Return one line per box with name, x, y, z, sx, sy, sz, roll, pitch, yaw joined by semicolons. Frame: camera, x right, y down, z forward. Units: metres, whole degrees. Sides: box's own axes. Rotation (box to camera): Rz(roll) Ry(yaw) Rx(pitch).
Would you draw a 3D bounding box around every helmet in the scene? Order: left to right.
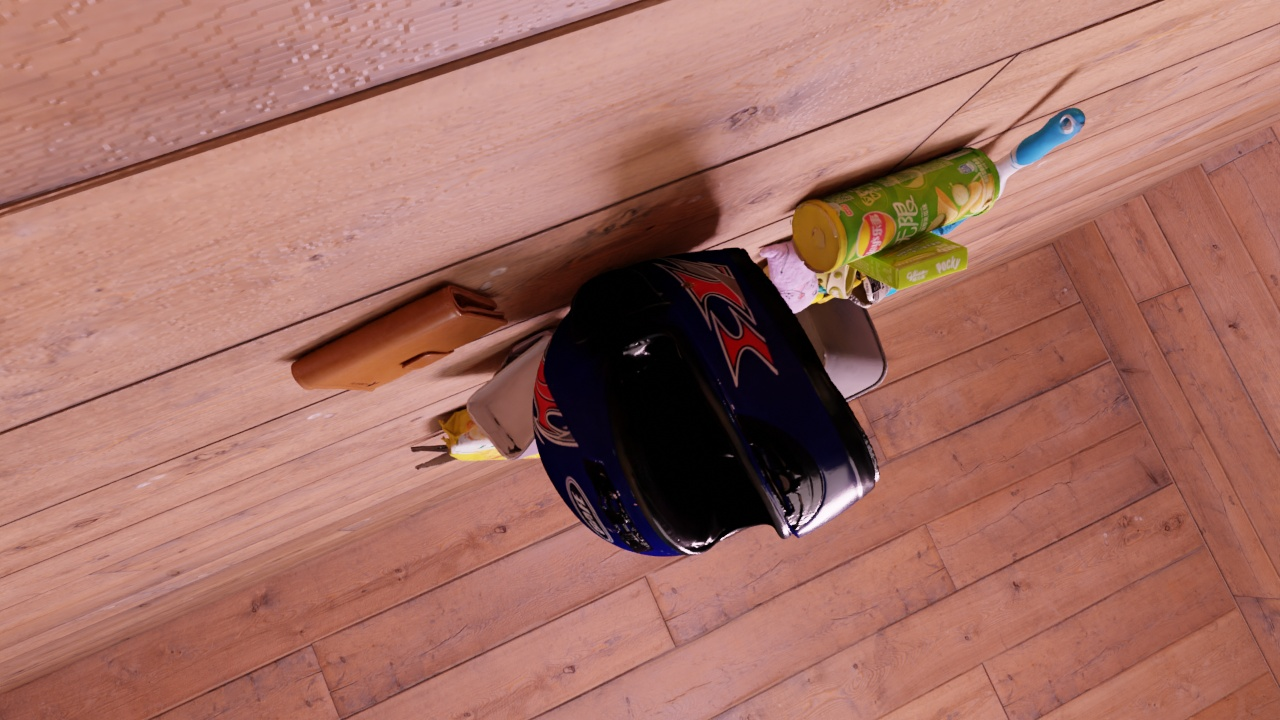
helmet;0.031;0.049;0.774;0.240;0.247;0.315;-30;-154;3

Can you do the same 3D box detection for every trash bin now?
trash bin;0.220;-0.022;1.352;0.199;0.199;0.219;-27;166;28

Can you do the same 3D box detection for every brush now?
brush;0.377;-0.199;0.991;0.109;0.060;0.314;-31;176;7

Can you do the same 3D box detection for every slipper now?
slipper;0.226;-0.111;1.093;0.191;0.081;0.091;-30;169;24

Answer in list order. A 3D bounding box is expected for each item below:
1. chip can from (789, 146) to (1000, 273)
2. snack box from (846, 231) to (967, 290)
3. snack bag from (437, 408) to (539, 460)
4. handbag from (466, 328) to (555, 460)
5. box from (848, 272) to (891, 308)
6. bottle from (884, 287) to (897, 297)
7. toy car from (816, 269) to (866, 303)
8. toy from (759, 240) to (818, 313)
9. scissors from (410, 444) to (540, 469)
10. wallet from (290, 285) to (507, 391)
chip can;0.255;-0.151;0.903;0.220;0.072;0.073;-22;173;-22
snack box;0.252;-0.118;0.950;0.085;0.026;0.156;-19;-150;-17
snack bag;-0.151;0.092;1.262;0.246;0.068;0.158;-4;166;-11
handbag;-0.081;0.026;1.011;0.145;0.098;0.196;-43;167;16
box;0.333;-0.119;1.359;0.081;0.075;0.163;-18;-167;30
bottle;0.333;-0.104;1.580;0.219;0.065;0.065;-25;173;7
toy car;0.269;-0.114;1.240;0.071;0.041;0.155;-28;-167;26
toy;0.175;-0.099;1.043;0.083;0.039;0.108;-22;132;-9
scissors;-0.222;0.121;1.359;0.190;0.015;0.220;17;-144;18
wallet;-0.174;-0.013;0.679;0.132;0.031;0.107;-24;172;10
